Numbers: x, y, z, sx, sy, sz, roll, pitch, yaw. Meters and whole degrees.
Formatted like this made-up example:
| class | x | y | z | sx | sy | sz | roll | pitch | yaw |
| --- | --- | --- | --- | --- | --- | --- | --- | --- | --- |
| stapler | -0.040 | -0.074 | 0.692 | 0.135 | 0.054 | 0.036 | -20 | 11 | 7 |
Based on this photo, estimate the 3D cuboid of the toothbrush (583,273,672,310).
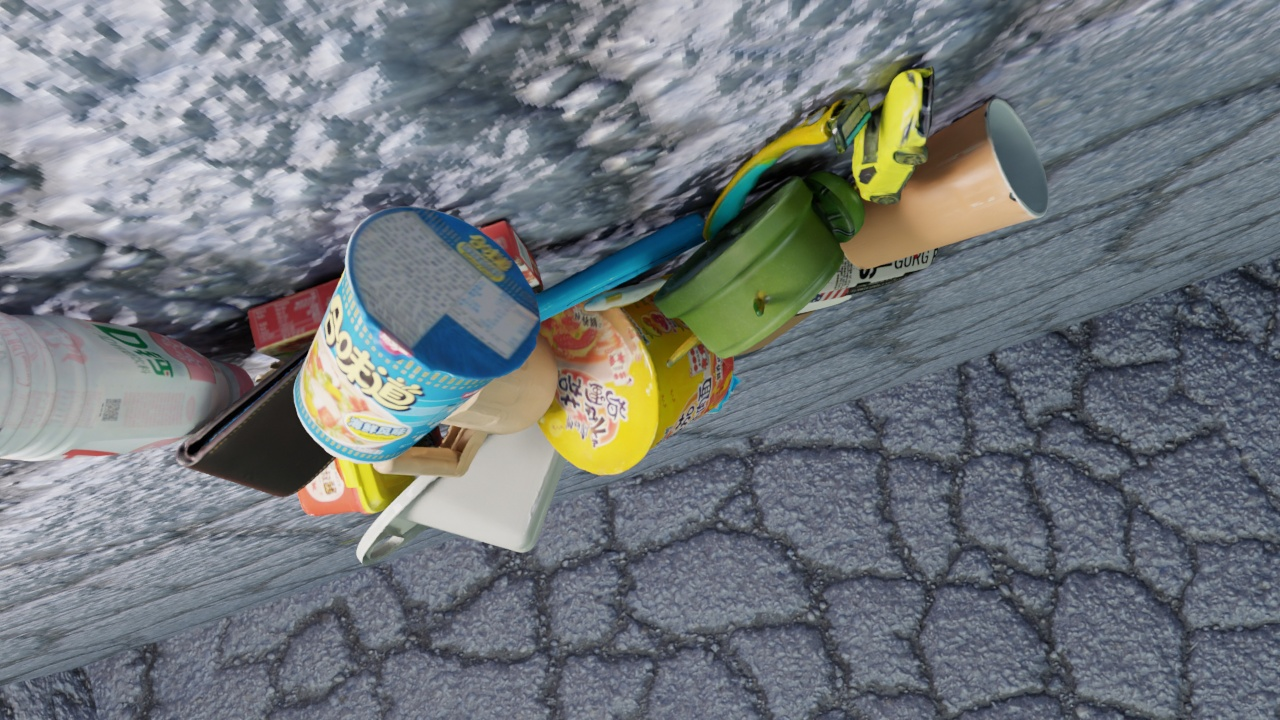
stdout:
| class | x | y | z | sx | sy | sz | roll | pitch | yaw |
| --- | --- | --- | --- | --- | --- | --- | --- | --- | --- |
| toothbrush | 0.020 | -0.051 | 0.648 | 0.016 | 0.018 | 0.190 | -11 | -173 | 36 |

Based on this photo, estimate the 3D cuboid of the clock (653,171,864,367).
| class | x | y | z | sx | sy | sz | roll | pitch | yaw |
| --- | --- | --- | --- | --- | --- | --- | --- | --- | --- |
| clock | 0.078 | -0.065 | 0.575 | 0.160 | 0.056 | 0.116 | -48 | -169 | -36 |

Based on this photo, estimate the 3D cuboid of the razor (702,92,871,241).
| class | x | y | z | sx | sy | sz | roll | pitch | yaw |
| --- | --- | --- | --- | --- | --- | --- | --- | --- | --- |
| razor | 0.073 | -0.105 | 0.522 | 0.133 | 0.028 | 0.043 | -34 | -164 | 50 |

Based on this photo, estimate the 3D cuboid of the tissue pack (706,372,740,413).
| class | x | y | z | sx | sy | sz | roll | pitch | yaw |
| --- | --- | --- | --- | --- | --- | --- | --- | --- | --- |
| tissue pack | 0.028 | 0.025 | 0.928 | 0.140 | 0.063 | 0.090 | -1 | 170 | 1 |

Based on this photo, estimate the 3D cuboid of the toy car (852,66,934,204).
| class | x | y | z | sx | sy | sz | roll | pitch | yaw |
| --- | --- | --- | --- | --- | --- | --- | --- | --- | --- |
| toy car | 0.137 | -0.122 | 0.506 | 0.032 | 0.048 | 0.105 | 8 | 170 | 2 |

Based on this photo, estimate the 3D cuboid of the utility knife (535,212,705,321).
| class | x | y | z | sx | sy | sz | roll | pitch | yaw |
| --- | --- | --- | --- | --- | --- | --- | --- | --- | --- |
| utility knife | -0.036 | -0.045 | 0.562 | 0.191 | 0.018 | 0.034 | -29 | 173 | -18 |

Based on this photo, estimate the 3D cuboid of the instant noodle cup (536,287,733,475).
| class | x | y | z | sx | sy | sz | roll | pitch | yaw |
| --- | --- | --- | --- | --- | --- | --- | --- | --- | --- |
| instant noodle cup | -0.004 | 0.004 | 0.686 | 0.109 | 0.138 | 0.138 | -20 | 173 | -44 |

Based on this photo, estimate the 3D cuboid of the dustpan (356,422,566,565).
| class | x | y | z | sx | sy | sz | roll | pitch | yaw |
| --- | --- | --- | --- | --- | --- | --- | --- | --- | --- |
| dustpan | -0.138 | 0.079 | 0.822 | 0.142 | 0.257 | 0.223 | 19 | 166 | -1 |

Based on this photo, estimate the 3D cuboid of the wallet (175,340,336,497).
| class | x | y | z | sx | sy | sz | roll | pitch | yaw |
| --- | --- | --- | --- | --- | --- | --- | --- | --- | --- |
| wallet | -0.204 | 0.038 | 0.543 | 0.096 | 0.020 | 0.122 | -44 | 167 | -10 |

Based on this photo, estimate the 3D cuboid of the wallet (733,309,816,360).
| class | x | y | z | sx | sy | sz | roll | pitch | yaw |
| --- | --- | --- | --- | --- | --- | --- | --- | --- | --- |
| wallet | 0.122 | -0.032 | 0.965 | 0.090 | 0.033 | 0.116 | -15 | 168 | -33 |

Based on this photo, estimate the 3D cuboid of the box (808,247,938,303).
| class | x | y | z | sx | sy | sz | roll | pitch | yaw |
| --- | --- | --- | --- | --- | --- | --- | --- | --- | --- |
| box | 0.152 | -0.084 | 0.710 | 0.162 | 0.076 | 0.088 | -16 | -169 | -30 |

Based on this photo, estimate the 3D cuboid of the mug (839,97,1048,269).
| class | x | y | z | sx | sy | sz | roll | pitch | yaw |
| --- | --- | --- | --- | --- | --- | --- | --- | --- | --- |
| mug | 0.190 | -0.108 | 0.600 | 0.123 | 0.078 | 0.078 | -21 | 171 | 42 |

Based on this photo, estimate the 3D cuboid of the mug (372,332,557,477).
| class | x | y | z | sx | sy | sz | roll | pitch | yaw |
| --- | --- | --- | --- | --- | --- | --- | --- | --- | --- |
| mug | -0.123 | 0.023 | 0.618 | 0.124 | 0.084 | 0.103 | -60 | 162 | 2 |

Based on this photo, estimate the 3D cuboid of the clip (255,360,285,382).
| class | x | y | z | sx | sy | sz | roll | pitch | yaw |
| --- | --- | --- | --- | --- | --- | --- | --- | --- | --- |
| clip | -0.209 | 0.002 | 0.617 | 0.035 | 0.083 | 0.104 | -31 | -174 | 44 |

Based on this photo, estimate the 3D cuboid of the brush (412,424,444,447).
| class | x | y | z | sx | sy | sz | roll | pitch | yaw |
| --- | --- | --- | --- | --- | --- | --- | --- | --- | --- |
| brush | -0.253 | 0.088 | 0.841 | 0.146 | 0.063 | 0.069 | -17 | 156 | -5 |

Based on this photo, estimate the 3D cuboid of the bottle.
| class | x | y | z | sx | sy | sz | roll | pitch | yaw |
| --- | --- | --- | --- | --- | --- | --- | --- | --- | --- |
| bottle | -0.266 | 0.016 | 0.455 | 0.068 | 0.068 | 0.197 | -20 | 172 | 9 |

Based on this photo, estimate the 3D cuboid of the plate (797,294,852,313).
| class | x | y | z | sx | sy | sz | roll | pitch | yaw |
| --- | --- | --- | --- | --- | --- | --- | --- | --- | --- |
| plate | 0.092 | -0.046 | 0.801 | 0.165 | 0.034 | 0.163 | -18 | 175 | 26 |

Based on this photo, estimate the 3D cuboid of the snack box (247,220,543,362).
| class | x | y | z | sx | sy | sz | roll | pitch | yaw |
| --- | --- | --- | --- | --- | --- | --- | --- | --- | --- |
| snack box | -0.136 | -0.034 | 0.527 | 0.153 | 0.025 | 0.075 | -19 | 169 | 1 |

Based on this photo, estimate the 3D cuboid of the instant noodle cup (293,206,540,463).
| class | x | y | z | sx | sy | sz | roll | pitch | yaw |
| --- | --- | --- | --- | --- | --- | --- | --- | --- | --- |
| instant noodle cup | -0.120 | -0.004 | 0.456 | 0.099 | 0.099 | 0.110 | -8 | 154 | -46 |

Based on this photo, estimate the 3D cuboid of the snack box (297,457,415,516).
| class | x | y | z | sx | sy | sz | roll | pitch | yaw |
| --- | --- | --- | --- | --- | --- | --- | --- | --- | --- |
| snack box | -0.240 | 0.081 | 0.758 | 0.080 | 0.091 | 0.082 | -14 | -178 | 19 |
